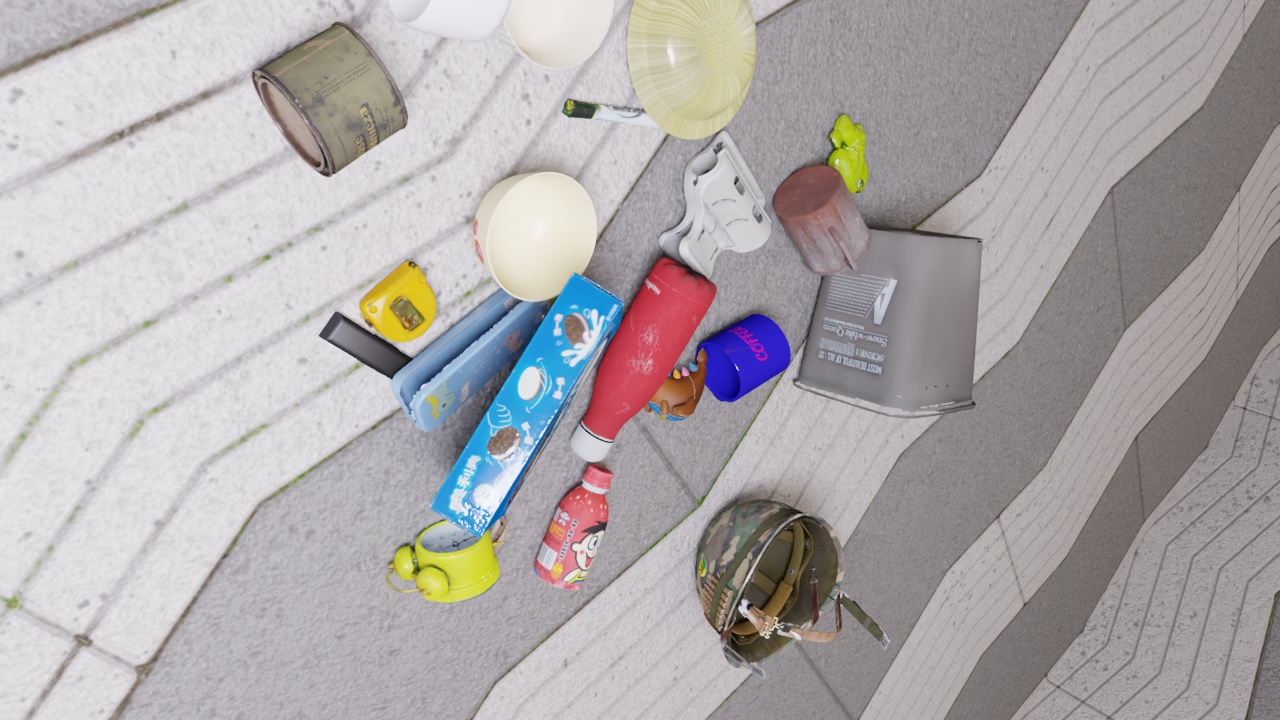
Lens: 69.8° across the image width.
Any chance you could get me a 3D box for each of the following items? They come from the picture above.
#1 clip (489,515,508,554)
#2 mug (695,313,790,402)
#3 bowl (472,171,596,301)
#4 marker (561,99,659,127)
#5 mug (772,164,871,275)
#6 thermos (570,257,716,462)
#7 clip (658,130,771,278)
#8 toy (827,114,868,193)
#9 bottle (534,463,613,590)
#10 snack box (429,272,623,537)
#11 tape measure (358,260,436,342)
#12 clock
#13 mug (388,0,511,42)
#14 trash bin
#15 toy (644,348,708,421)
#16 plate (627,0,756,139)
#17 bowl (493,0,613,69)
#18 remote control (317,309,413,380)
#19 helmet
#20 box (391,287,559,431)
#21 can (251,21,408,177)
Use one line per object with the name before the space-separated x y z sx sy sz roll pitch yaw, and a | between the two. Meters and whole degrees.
clip | -0.160 0.193 0.985 0.061 0.026 0.049 -41 133 -18
mug | 0.121 0.007 1.120 0.083 0.079 0.111 -29 151 -29
bowl | -0.109 -0.121 0.847 0.117 0.074 0.118 -19 121 -35
marker | -0.015 -0.244 0.917 0.146 0.017 0.017 -6 113 -41
mug | 0.223 -0.159 1.098 0.096 0.123 0.110 -38 132 11
thermos | -0.006 0.006 0.990 0.073 0.073 0.240 16 110 -45
clip | 0.090 -0.159 1.014 0.125 0.089 0.150 48 66 -41
toy | 0.260 -0.253 1.146 0.094 0.036 0.093 20 89 -43
bottle | -0.069 0.185 1.036 0.062 0.062 0.137 16 99 -45
snack box | -0.099 0.041 0.864 0.056 0.195 0.238 32 86 0
tape measure | -0.214 -0.046 0.821 0.068 0.030 0.059 -44 130 -18
clock | -0.195 0.204 0.917 0.118 0.083 0.057 -22 117 -37
mug | -0.148 -0.312 0.716 0.068 0.094 0.115 -4 89 -43
trash bin | 0.335 -0.060 1.202 0.197 0.198 0.220 -4 106 -39
toy | 0.034 0.018 1.060 0.090 0.071 0.103 35 75 -26
plate | 0.068 -0.318 0.929 0.184 0.036 0.184 -14 113 -39
bowl | -0.086 -0.312 0.787 0.115 0.062 0.115 -19 121 -35
remote control | -0.235 -0.004 0.833 0.124 0.012 0.028 39 81 -45
helmet | 0.174 0.297 1.178 0.192 0.237 0.224 7 94 -38
box | -0.139 -0.013 0.878 0.209 0.052 0.067 -43 135 -25
can | -0.233 -0.195 0.690 0.074 0.090 0.090 -41 131 -21
